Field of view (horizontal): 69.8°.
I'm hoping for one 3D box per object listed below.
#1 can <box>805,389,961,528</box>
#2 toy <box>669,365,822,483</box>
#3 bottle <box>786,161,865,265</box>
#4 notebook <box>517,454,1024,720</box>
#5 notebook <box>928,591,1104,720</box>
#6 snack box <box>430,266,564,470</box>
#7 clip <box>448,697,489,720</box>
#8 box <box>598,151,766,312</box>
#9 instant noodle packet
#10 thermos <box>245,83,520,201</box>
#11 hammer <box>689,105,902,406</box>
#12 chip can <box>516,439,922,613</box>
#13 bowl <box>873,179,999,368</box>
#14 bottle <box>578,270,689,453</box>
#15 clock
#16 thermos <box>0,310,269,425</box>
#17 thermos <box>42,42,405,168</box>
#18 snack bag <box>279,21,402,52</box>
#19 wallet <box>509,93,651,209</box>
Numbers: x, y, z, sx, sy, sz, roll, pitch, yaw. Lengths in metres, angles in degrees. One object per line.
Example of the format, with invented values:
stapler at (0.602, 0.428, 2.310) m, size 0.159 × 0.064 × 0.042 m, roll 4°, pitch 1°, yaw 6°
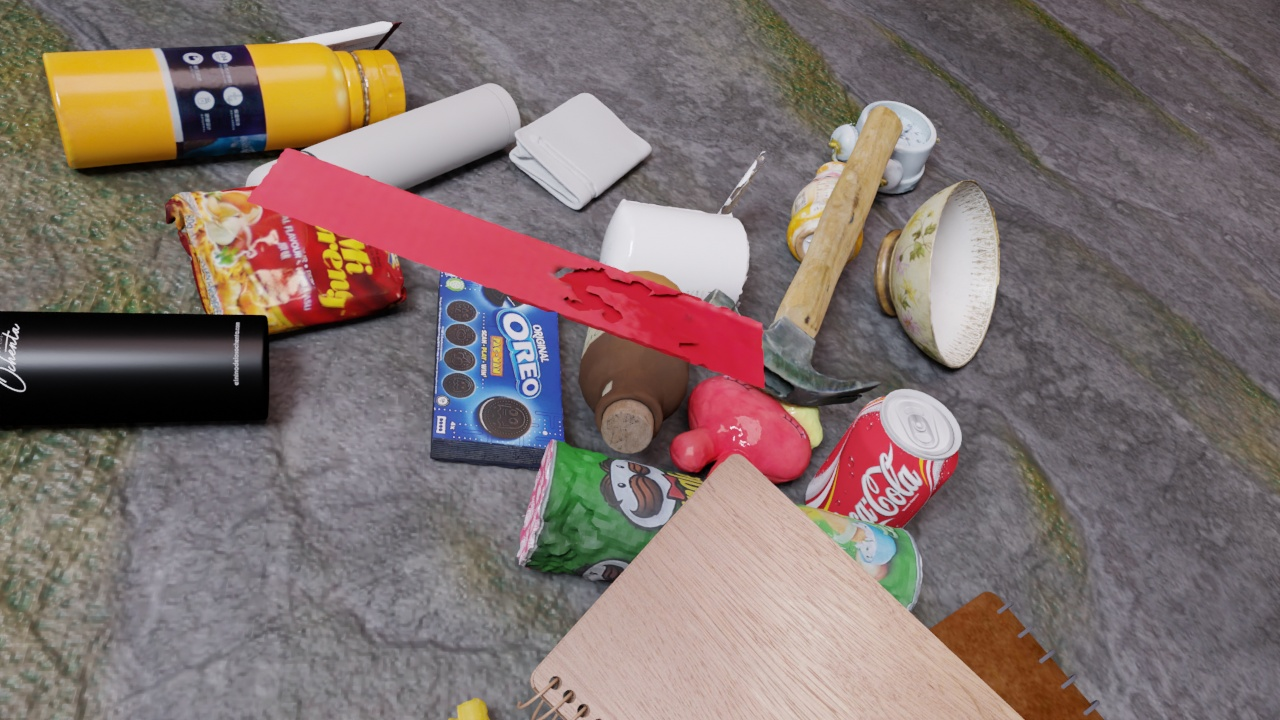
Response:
can at (0.151, 0.070, 0.574) m, size 0.064 × 0.105 × 0.064 m, roll 10°, pitch 47°, yaw -11°
toy at (0.071, 0.045, 0.609) m, size 0.091 × 0.045 × 0.134 m, roll 40°, pitch 43°, yaw 19°
bottle at (0.162, -0.128, 0.785) m, size 0.063 × 0.063 × 0.108 m, roll 21°, pitch 48°, yaw -1°
notebook at (0.070, 0.176, 0.453) m, size 0.210 × 0.022 × 0.168 m, roll 43°, pitch 66°, yaw 5°
notebook at (0.220, 0.250, 0.495) m, size 0.167 × 0.024 × 0.225 m, roll -20°, pitch 59°, yaw -31°
snack box at (-0.093, 0.002, 0.602) m, size 0.082 × 0.027 × 0.150 m, roll 5°, pitch 48°, yaw -16°
clip at (-0.066, 0.190, 0.443) m, size 0.049 × 0.044 × 0.054 m, roll -19°, pitch 53°, yaw -3°
box at (0.036, -0.103, 0.694) m, size 0.137 × 0.083 × 0.143 m, roll 6°, pitch 61°, yaw -16°
instant noodle packet at (-0.223, -0.068, 0.587) m, size 0.135 × 0.040 × 0.098 m, roll -15°, pitch 86°, yaw -32°
thermos at (-0.187, -0.154, 0.690) m, size 0.052 × 0.052 × 0.223 m, roll 40°, pitch 49°, yaw 17°
hammer at (0.150, -0.096, 0.693) m, size 0.132 × 0.033 × 0.329 m, roll 36°, pitch 51°, yaw -7°
chip can at (0.046, 0.107, 0.526) m, size 0.223 × 0.076 × 0.075 m, roll 15°, pitch 46°, yaw -7°
bowl at (0.232, -0.069, 0.736) m, size 0.063 × 0.145 × 0.144 m, roll 6°, pitch 33°, yaw 39°
bottle at (-0.003, 0.003, 0.576) m, size 0.068 × 0.068 × 0.156 m, roll 16°, pitch 29°, yaw -5°
clock at (0.230, -0.200, 0.881) m, size 0.117 × 0.057 × 0.083 m, roll -33°, pitch 66°, yaw -30°
thermos at (-0.324, 0.004, 0.492) m, size 0.231 × 0.061 × 0.061 m, roll 0°, pitch 50°, yaw -20°
thermos at (-0.296, -0.196, 0.673) m, size 0.232 × 0.076 × 0.091 m, roll -15°, pitch 53°, yaw -29°
snack bag at (-0.272, -0.252, 0.751) m, size 0.157 × 0.057 × 0.013 m, roll -30°, pitch 100°, yaw -37°
wallet at (-0.052, -0.176, 0.778) m, size 0.086 × 0.032 × 0.115 m, roll 43°, pitch 47°, yaw 5°
